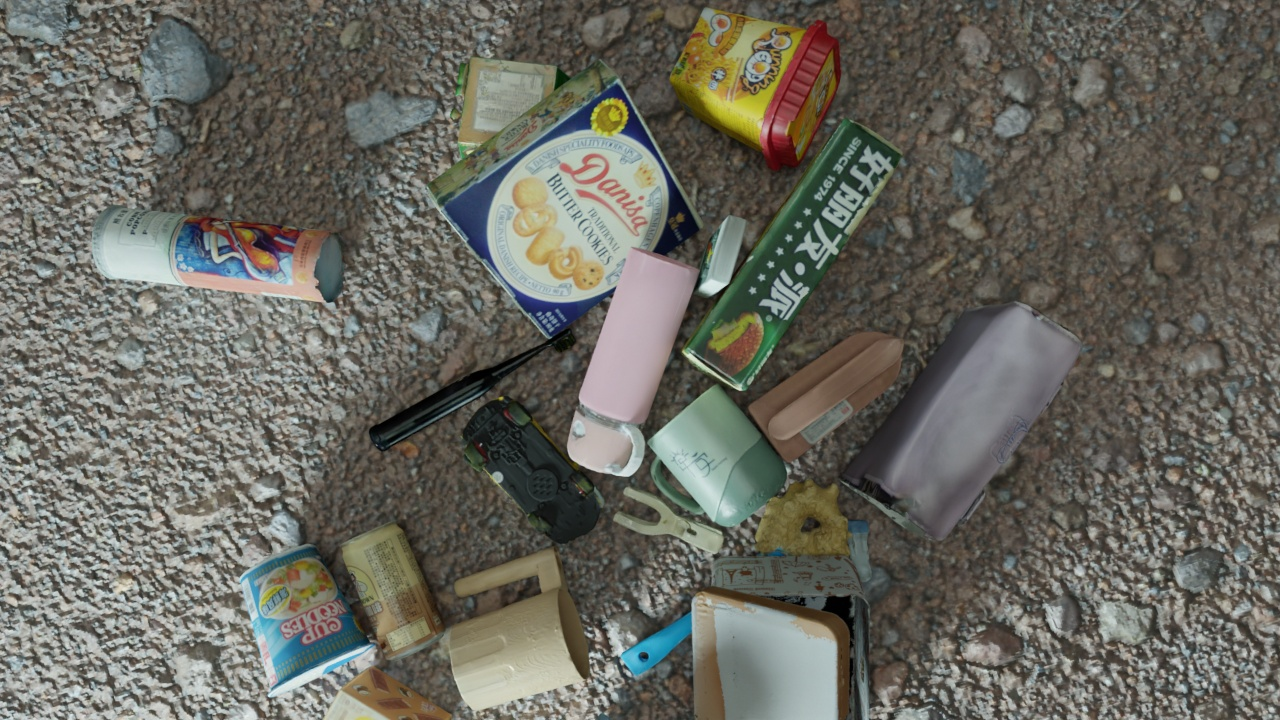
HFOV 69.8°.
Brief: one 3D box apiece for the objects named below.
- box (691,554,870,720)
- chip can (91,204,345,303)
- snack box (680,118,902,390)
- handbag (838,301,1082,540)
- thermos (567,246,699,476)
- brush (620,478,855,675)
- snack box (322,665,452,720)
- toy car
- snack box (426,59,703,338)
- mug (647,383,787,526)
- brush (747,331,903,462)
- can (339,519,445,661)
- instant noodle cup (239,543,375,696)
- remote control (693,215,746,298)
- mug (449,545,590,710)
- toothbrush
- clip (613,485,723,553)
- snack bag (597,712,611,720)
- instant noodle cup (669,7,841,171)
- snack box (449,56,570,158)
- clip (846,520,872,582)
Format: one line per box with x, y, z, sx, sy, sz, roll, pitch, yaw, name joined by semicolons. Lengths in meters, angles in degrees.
0.114;0.267;0.744;0.148;0.158;0.181;-3;102;3;box
-0.392;-0.099;0.864;0.215;0.071;0.071;7;87;3;chip can
0.128;-0.087;0.805;0.063;0.114;0.240;35;90;0;snack box
0.270;0.053;0.773;0.098;0.145;0.197;36;90;8;handbag
-0.005;0.005;0.813;0.067;0.087;0.199;13;101;-39;thermos
0.086;0.202;0.830;0.255;0.046;0.083;-39;91;6;brush
-0.239;0.347;0.824;0.094;0.077;0.092;30;89;5;snack box
-0.100;0.102;0.847;0.071;0.041;0.156;-45;83;0;toy car
-0.059;-0.133;0.798;0.182;0.178;0.045;-36;45;1;snack box
0.062;0.095;0.823;0.106;0.082;0.112;50;121;4;mug
0.171;0.026;0.818;0.145;0.073;0.063;-35;84;-1;brush
-0.227;0.210;0.841;0.058;0.058;0.116;-25;85;2;can
-0.310;0.231;0.833;0.099;0.099;0.110;-29;78;2;instant noodle cup
0.067;-0.088;0.799;0.019;0.135;0.056;16;88;-2;remote control
-0.112;0.241;0.827;0.103;0.084;0.124;-19;61;4;mug
-0.157;0.025;0.865;0.212;0.026;0.027;-28;120;1;toothbrush
0.027;0.148;0.846;0.103;0.076;0.034;20;87;-5;clip
-0.023;0.367;0.751;0.039;0.191;0.110;-12;86;1;snack bag
0.102;-0.250;0.825;0.124;0.116;0.116;26;89;17;instant noodle cup
-0.108;-0.215;0.835;0.117;0.105;0.118;7;88;4;snack box
0.197;0.173;0.833;0.024;0.028;0.056;-1;77;2;clip
